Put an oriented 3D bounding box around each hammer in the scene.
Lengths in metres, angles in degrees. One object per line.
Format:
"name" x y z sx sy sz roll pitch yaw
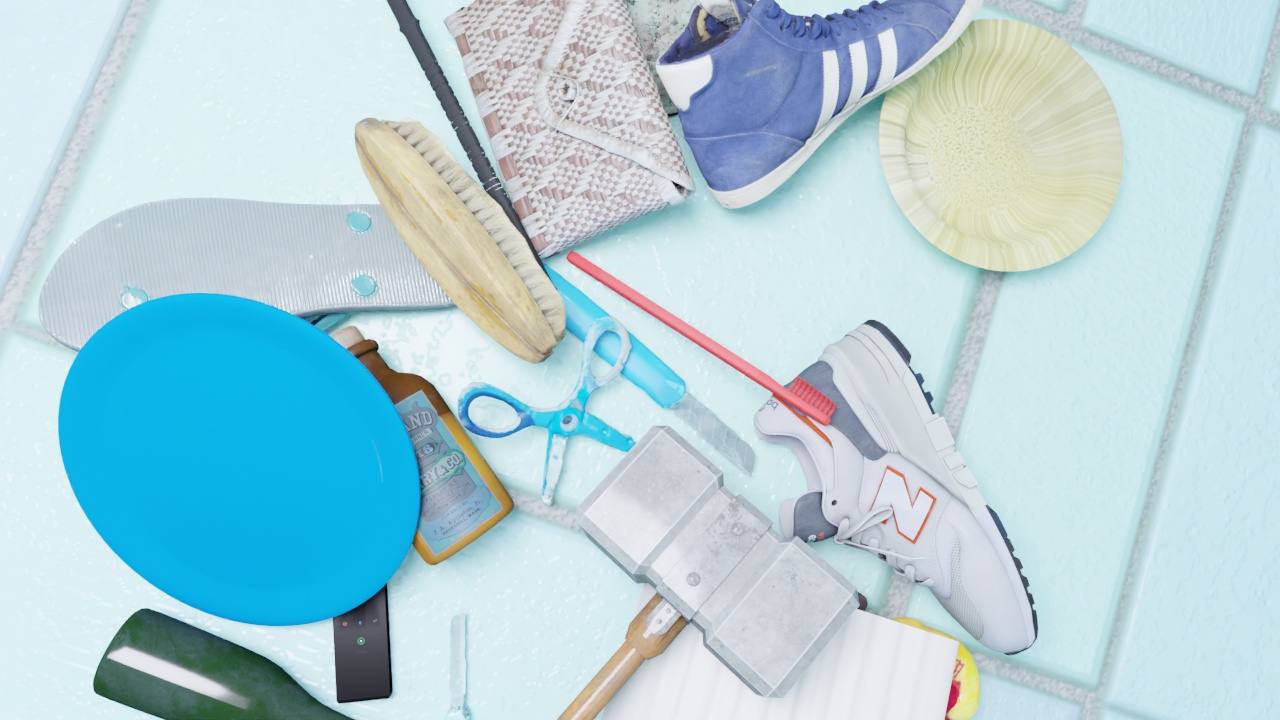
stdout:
"hammer" -0.141 -0.184 0.614 0.095 0.015 0.325 -28 87 11
"hammer" -0.033 0.210 0.554 0.163 0.083 0.317 40 78 14

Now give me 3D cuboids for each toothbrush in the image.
"toothbrush" 0.039 -0.021 0.617 0.212 0.012 0.018 33 82 14

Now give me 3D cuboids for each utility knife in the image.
"utility knife" -0.120 0.250 0.603 0.022 0.015 0.166 0 87 -8
"utility knife" -0.004 0.004 0.639 0.221 0.015 0.031 41 86 0

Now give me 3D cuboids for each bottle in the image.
"bottle" -0.151 0.049 0.589 0.067 0.068 0.157 -35 90 -9
"bottle" -0.242 0.212 0.572 0.174 0.055 0.055 24 83 -6

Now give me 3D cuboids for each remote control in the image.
"remote control" -0.185 0.147 0.604 0.034 0.013 0.150 -4 86 -8

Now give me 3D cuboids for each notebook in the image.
"notebook" 0.089 0.220 0.596 0.210 0.009 0.142 17 71 6

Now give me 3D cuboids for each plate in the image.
"plate" -0.241 0.063 0.562 0.224 0.024 0.225 2 112 5
"plate" 0.257 -0.153 0.674 0.184 0.036 0.184 1 85 -7

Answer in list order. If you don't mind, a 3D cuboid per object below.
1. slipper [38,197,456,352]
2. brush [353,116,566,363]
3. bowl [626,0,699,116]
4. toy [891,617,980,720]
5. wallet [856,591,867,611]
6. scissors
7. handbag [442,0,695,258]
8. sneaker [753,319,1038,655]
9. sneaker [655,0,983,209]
"slipper" -0.238 -0.060 0.603 0.268 0.055 0.098 -11 84 -19
"brush" -0.115 -0.081 0.589 0.043 0.059 0.195 -35 83 -38
"bowl" 0.008 -0.254 0.648 0.157 0.038 0.157 1 85 -7
"toy" 0.179 0.245 0.621 0.105 0.067 0.137 10 77 -7
"wallet" 0.091 0.190 0.636 0.091 0.018 0.115 34 84 -4
"scissors" -0.057 0.031 0.612 0.139 0.011 0.134 12 96 -25
"handbag" -0.050 -0.173 0.609 0.124 0.047 0.186 -21 88 23
"sneaker" 0.158 0.102 0.623 0.124 0.089 0.239 -23 80 -4
"sneaker" 0.111 -0.223 0.614 0.233 0.091 0.118 -40 121 0
